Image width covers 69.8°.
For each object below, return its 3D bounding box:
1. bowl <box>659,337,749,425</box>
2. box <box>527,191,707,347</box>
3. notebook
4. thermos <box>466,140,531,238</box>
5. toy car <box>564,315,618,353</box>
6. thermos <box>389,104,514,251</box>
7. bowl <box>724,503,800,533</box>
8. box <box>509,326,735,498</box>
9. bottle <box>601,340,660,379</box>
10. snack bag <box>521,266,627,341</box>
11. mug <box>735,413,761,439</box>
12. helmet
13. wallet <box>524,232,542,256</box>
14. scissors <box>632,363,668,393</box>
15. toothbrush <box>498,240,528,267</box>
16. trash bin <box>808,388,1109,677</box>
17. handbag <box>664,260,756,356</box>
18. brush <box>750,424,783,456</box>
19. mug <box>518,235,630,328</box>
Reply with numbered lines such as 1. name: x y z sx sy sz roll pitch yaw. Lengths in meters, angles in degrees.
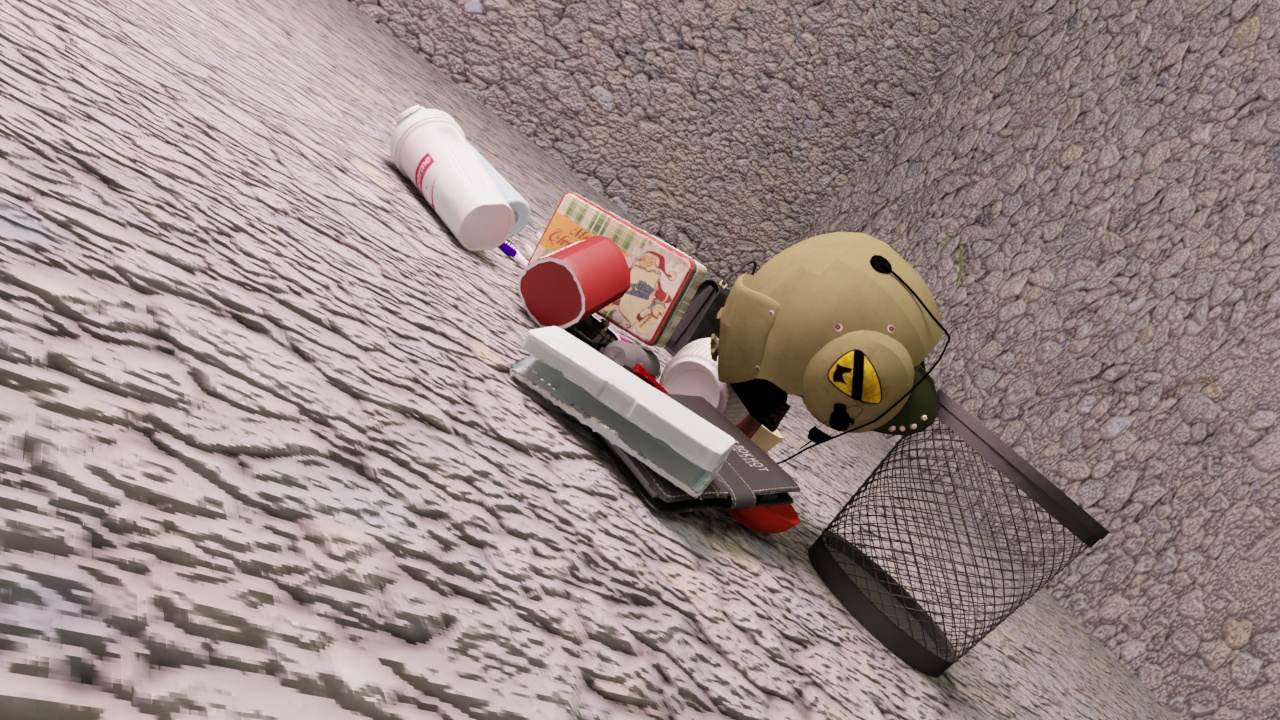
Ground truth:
1. bowl: 0.072 0.033 1.086 0.115 0.116 0.062 43 25 17
2. box: -0.031 -0.109 1.093 0.205 0.118 0.050 34 8 25
3. notebook: 0.042 0.081 0.861 0.208 0.029 0.169 3 32 -47
4. thermos: -0.234 -0.254 1.297 0.207 0.065 0.078 47 6 33
5. toy car: -0.062 -0.044 1.102 0.092 0.037 0.040 37 11 -18
6. thermos: -0.231 -0.226 1.117 0.099 0.099 0.220 26 20 -53
7. bowl: 0.107 0.138 0.948 0.122 0.035 0.122 39 10 -9
8. box: -0.013 0.036 0.789 0.199 0.067 0.083 32 41 11
9. bottle: -0.006 0.006 1.067 0.047 0.047 0.112 45 11 25
10. snack bag: -0.071 -0.051 1.163 0.196 0.016 0.070 37 9 -20
11. mug: 0.116 0.044 1.162 0.117 0.111 0.081 37 11 -17
12. helmet: 0.193 -0.011 0.986 0.233 0.256 0.249 48 17 2
13. wallet: -0.102 -0.116 1.251 0.115 0.037 0.118 44 4 -25
14. scissors: 0.051 0.082 0.994 0.198 0.015 0.179 53 21 -1
15. toothbrush: -0.170 -0.145 1.206 0.186 0.016 0.015 42 8 12
16. trash bin: 0.328 0.188 0.986 0.218 0.227 0.217 39 10 -9
17. handbag: 0.127 -0.090 1.538 0.072 0.196 0.175 44 11 21
18. brush: 0.118 0.056 1.318 0.089 0.043 0.228 31 14 -43
19. mug: -0.084 -0.083 1.026 0.096 0.117 0.080 -35 105 -53
